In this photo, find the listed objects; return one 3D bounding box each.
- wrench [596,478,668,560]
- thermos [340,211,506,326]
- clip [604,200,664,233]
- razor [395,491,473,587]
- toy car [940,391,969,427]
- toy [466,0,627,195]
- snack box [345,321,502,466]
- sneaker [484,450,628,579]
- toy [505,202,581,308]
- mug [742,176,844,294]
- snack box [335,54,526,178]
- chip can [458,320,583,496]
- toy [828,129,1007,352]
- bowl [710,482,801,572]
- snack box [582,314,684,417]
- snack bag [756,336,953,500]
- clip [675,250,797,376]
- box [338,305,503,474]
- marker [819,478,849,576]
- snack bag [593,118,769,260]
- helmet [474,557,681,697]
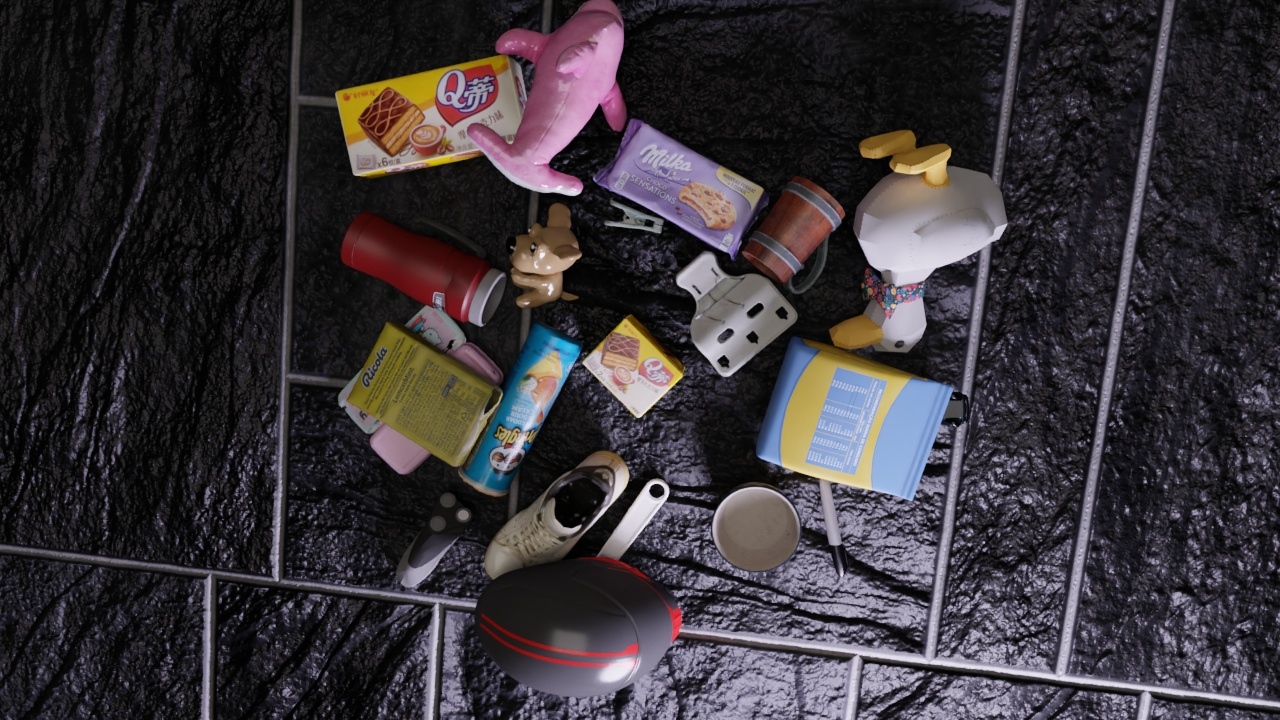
[{"bbox_3d":[-0.047,0.272,1.248,0.066,0.018,0.273,35,98,0],"label":"wrench"},{"bbox_3d":[-0.273,-0.128,1.189,0.198,0.084,0.107,25,66,4],"label":"thermos"},{"bbox_3d":[-0.008,-0.181,1.181,0.074,0.023,0.035,15,97,2],"label":"clip"},{"bbox_3d":[-0.287,0.251,1.253,0.057,0.060,0.157,41,119,11],"label":"razor"},{"bbox_3d":[0.358,0.061,1.169,0.112,0.034,0.046,0,91,13],"label":"toy car"},{"bbox_3d":[-0.087,-0.331,1.094,0.186,0.128,0.265,28,80,-18],"label":"toy"},{"bbox_3d":[-0.274,0.044,1.181,0.181,0.045,0.121,30,97,11],"label":"snack box"},{"bbox_3d":[-0.114,0.219,1.204,0.242,0.102,0.089,-44,92,10],"label":"sneaker"},{"bbox_3d":[-0.122,-0.124,1.169,0.105,0.134,0.108,4,127,-17],"label":"toy"},{"bbox_3d":[0.196,-0.148,1.137,0.117,0.081,0.111,38,90,-37],"label":"mug"},{"bbox_3d":[-0.259,-0.309,1.168,0.230,0.061,0.110,-10,96,7],"label":"snack box"},{"bbox_3d":[-0.157,0.063,1.200,0.080,0.079,0.230,28,99,1],"label":"chip can"},{"bbox_3d":[0.331,-0.138,1.101,0.246,0.141,0.268,-20,120,-9],"label":"toy"},{"bbox_3d":[0.150,0.212,1.198,0.115,0.059,0.115,1,98,6],"label":"bowl"},{"bbox_3d":[-0.007,0.007,1.185,0.106,0.061,0.084,45,99,-2],"label":"snack box"},{"bbox_3d":[0.264,0.073,1.144,0.205,0.102,0.159,18,100,5],"label":"snack bag"},{"bbox_3d":[0.110,-0.071,1.175,0.126,0.091,0.151,-40,78,7],"label":"clip"},{"bbox_3d":[-0.298,0.039,1.228,0.201,0.044,0.154,-44,91,9],"label":"box"},{"bbox_3d":[0.256,0.219,1.213,0.022,0.016,0.138,-14,96,-24],"label":"marker"},{"bbox_3d":[0.052,-0.215,1.152,0.205,0.058,0.096,31,95,4],"label":"snack bag"},{"bbox_3d":[-0.081,0.341,1.165,0.265,0.169,0.164,8,97,3],"label":"helmet"}]
